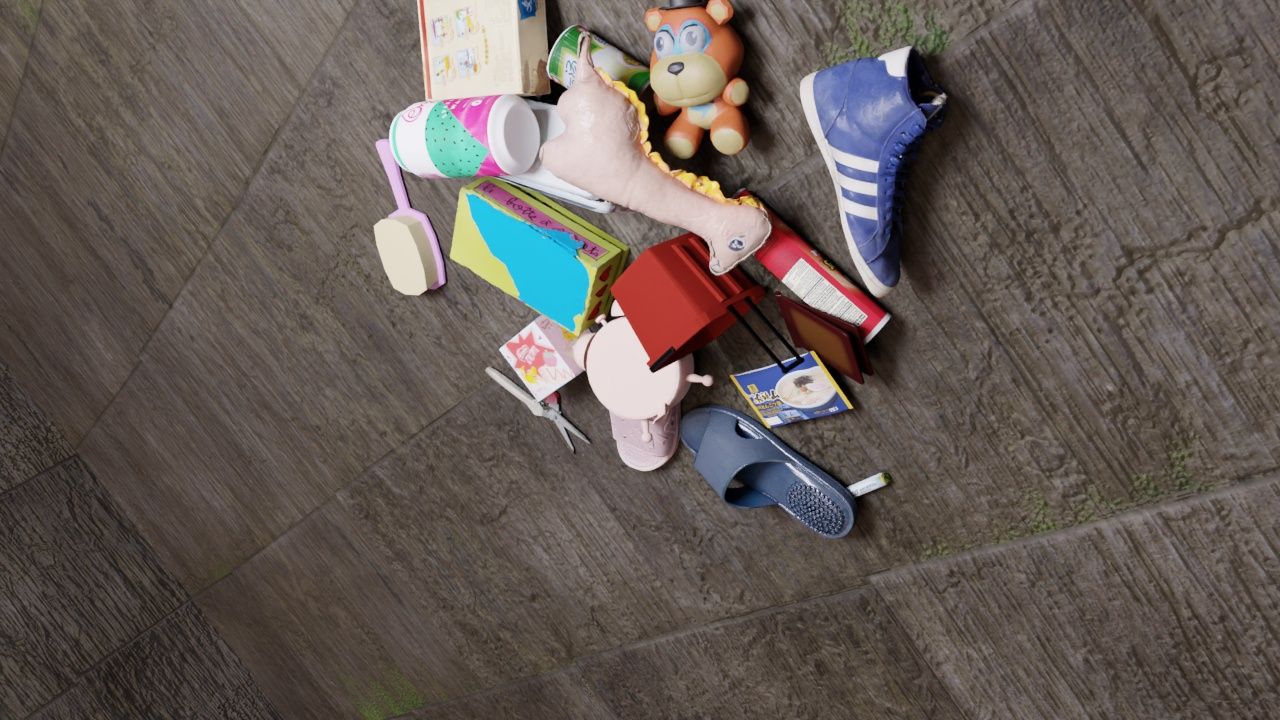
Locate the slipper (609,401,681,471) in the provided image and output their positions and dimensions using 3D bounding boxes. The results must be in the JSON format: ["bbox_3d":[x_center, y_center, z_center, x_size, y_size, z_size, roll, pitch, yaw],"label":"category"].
[{"bbox_3d":[0.005,0.061,1.231,0.094,0.064,0.240,23,126,23],"label":"slipper"}]

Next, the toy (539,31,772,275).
[{"bbox_3d":[0.025,-0.207,0.962,0.264,0.065,0.197,22,123,3],"label":"toy"}]

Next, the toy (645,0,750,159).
[{"bbox_3d":[0.060,-0.301,0.956,0.112,0.096,0.176,1,106,35],"label":"toy"}]

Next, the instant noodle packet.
[{"bbox_3d":[0.180,0.037,1.107,0.135,0.026,0.087,-19,114,47],"label":"instant noodle packet"}]

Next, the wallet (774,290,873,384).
[{"bbox_3d":[0.203,-0.026,1.022,0.116,0.018,0.091,34,162,44],"label":"wallet"}]

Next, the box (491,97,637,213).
[{"bbox_3d":[-0.100,-0.251,1.092,0.211,0.129,0.106,22,106,25],"label":"box"}]

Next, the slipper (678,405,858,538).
[{"bbox_3d":[0.146,0.147,1.161,0.264,0.082,0.101,31,127,25],"label":"slipper"}]

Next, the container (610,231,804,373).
[{"bbox_3d":[0.078,-0.041,1.058,0.201,0.147,0.127,54,133,8],"label":"container"}]

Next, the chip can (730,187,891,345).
[{"bbox_3d":[0.178,-0.102,1.013,0.214,0.051,0.052,43,133,6],"label":"chip can"}]

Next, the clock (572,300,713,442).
[{"bbox_3d":[-0.007,0.007,1.149,0.131,0.086,0.160,-45,73,26],"label":"clock"}]

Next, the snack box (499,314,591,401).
[{"bbox_3d":[-0.122,-0.013,1.264,0.093,0.079,0.095,-33,95,43],"label":"snack box"}]

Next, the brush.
[{"bbox_3d":[-0.350,-0.205,1.335,0.089,0.043,0.229,6,120,33],"label":"brush"}]

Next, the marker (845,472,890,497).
[{"bbox_3d":[0.252,0.171,1.152,0.017,0.017,0.147,52,133,-2],"label":"marker"}]

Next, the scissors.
[{"bbox_3d":[-0.156,0.051,1.373,0.179,0.015,0.197,12,123,29],"label":"scissors"}]

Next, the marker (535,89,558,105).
[{"bbox_3d":[-0.140,-0.348,1.112,0.145,0.019,0.019,47,133,3],"label":"marker"}]

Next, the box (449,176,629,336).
[{"bbox_3d":[-0.134,-0.141,1.198,0.221,0.082,0.125,29,131,14],"label":"box"}]

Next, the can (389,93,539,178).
[{"bbox_3d":[-0.202,-0.256,1.055,0.166,0.088,0.088,5,119,30],"label":"can"}]

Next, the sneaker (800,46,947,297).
[{"bbox_3d":[0.253,-0.187,0.888,0.119,0.091,0.233,-15,99,38],"label":"sneaker"}]

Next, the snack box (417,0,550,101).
[{"bbox_3d":[-0.184,-0.405,1.053,0.153,0.055,0.207,6,105,33],"label":"snack box"}]

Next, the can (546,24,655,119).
[{"bbox_3d":[-0.040,-0.317,1.026,0.121,0.067,0.067,35,132,13],"label":"can"}]
